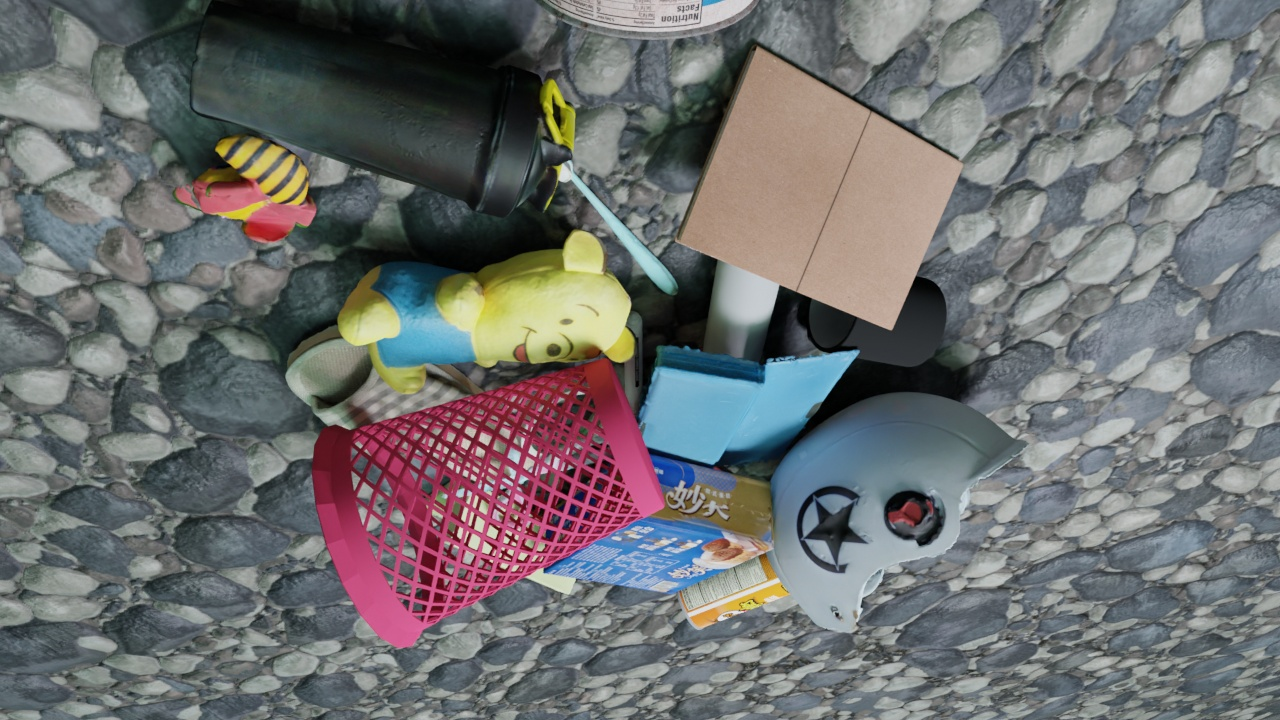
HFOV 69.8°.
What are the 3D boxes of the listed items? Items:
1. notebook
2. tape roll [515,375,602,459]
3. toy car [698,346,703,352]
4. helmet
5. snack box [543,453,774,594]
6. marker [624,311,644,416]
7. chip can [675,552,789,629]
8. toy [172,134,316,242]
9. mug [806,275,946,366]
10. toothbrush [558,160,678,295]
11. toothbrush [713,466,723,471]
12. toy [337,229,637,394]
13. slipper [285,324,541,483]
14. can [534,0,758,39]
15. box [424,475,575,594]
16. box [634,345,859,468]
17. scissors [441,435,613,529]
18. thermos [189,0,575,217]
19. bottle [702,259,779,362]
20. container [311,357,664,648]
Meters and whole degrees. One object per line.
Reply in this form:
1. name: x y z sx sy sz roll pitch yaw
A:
1. notebook: 0.138 -0.118 0.674 0.209 0.008 0.141 18 98 -29
2. tape roll: -0.071 0.054 0.848 0.093 0.018 0.094 -22 142 -19
3. toy car: 0.048 0.020 0.842 0.042 0.036 0.091 15 137 -28
4. helmet: 0.228 0.123 0.895 0.264 0.163 0.236 -47 164 18
5. snack box: 0.012 0.167 0.906 0.155 0.069 0.203 15 149 -21
6. marker: -0.005 0.005 0.830 0.020 0.017 0.134 -21 141 -18
7. chip can: 0.152 0.248 1.091 0.215 0.075 0.075 -26 137 16
8. toy: -0.255 -0.111 0.603 0.084 0.046 0.104 23 153 -29
9. mug: 0.193 -0.034 0.794 0.088 0.078 0.114 9 162 -21
10. toothbrush: -0.018 -0.101 0.711 0.016 0.016 0.180 -29 137 17
11. toothbrush: 0.065 0.105 0.959 0.016 0.016 0.190 -30 137 23
12. toy: -0.110 -0.038 0.706 0.214 0.084 0.149 -10 160 -6
13. slipper: -0.189 0.056 0.824 0.115 0.054 0.272 -38 135 18
14. can: 0.003 -0.224 0.490 0.130 0.129 0.044 -5 138 -7
15. box: -0.135 0.182 0.975 0.188 0.090 0.077 37 89 -39
16. box: 0.078 0.057 0.820 0.176 0.047 0.232 1 152 -9
17. scissors: -0.101 0.114 0.873 0.172 0.013 0.171 -14 145 -8
18. thermos: -0.151 -0.155 0.567 0.220 0.098 0.098 13 133 -18
19. bottle: 0.087 -0.073 0.736 0.052 0.052 0.196 -4 138 -9
20. container: -0.108 0.097 0.724 0.226 0.183 0.183 -21 138 1
